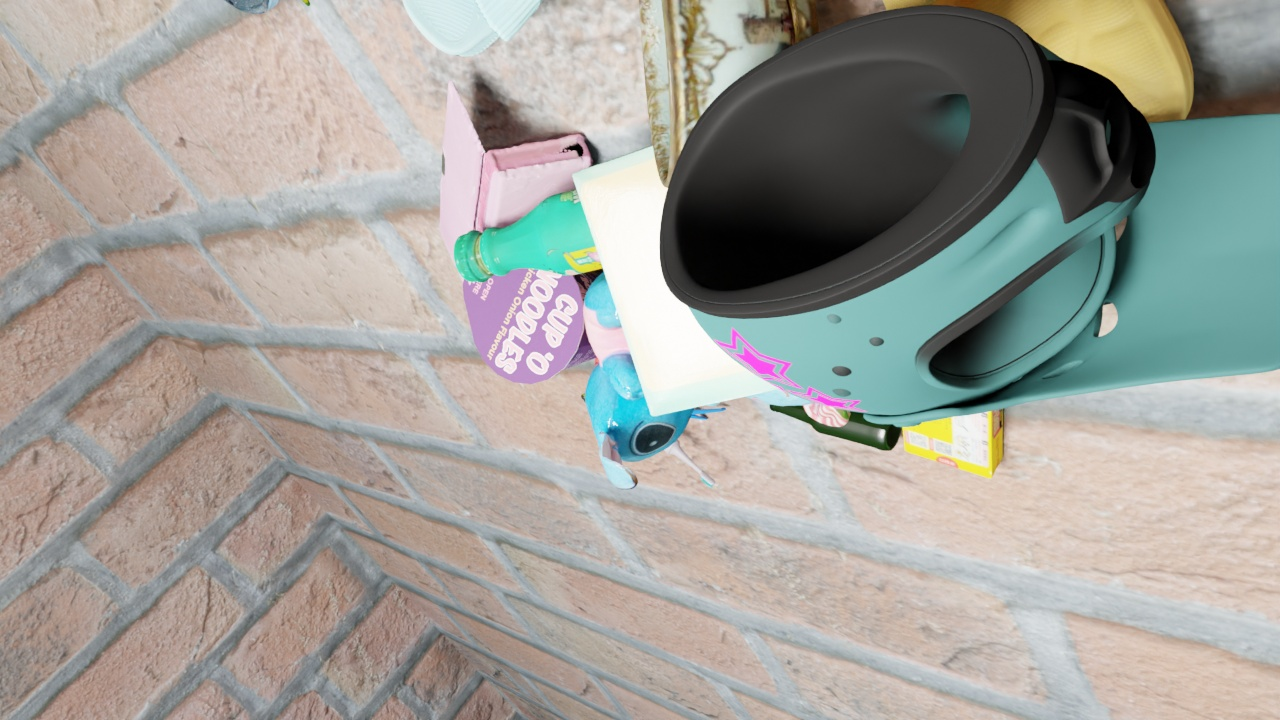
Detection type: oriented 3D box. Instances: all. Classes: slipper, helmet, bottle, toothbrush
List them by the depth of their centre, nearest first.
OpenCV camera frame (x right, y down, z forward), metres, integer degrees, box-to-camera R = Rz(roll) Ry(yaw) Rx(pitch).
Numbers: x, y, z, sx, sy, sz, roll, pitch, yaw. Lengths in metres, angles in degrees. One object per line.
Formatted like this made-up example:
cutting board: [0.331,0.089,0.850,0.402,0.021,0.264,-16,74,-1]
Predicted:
slipper: [0.172,-0.192,0.444,0.263,0.078,0.100,46,150,-15]
helmet: [0.154,-0.059,0.450,0.200,0.176,0.275,19,166,-34]
slipper: [-0.117,-0.288,0.659,0.116,0.069,0.277,52,150,-15]
bottle: [-0.057,-0.105,0.758,0.210,0.067,0.068,-10,128,23]
bottle: [0.171,0.052,0.826,0.123,0.033,0.033,14,142,40]
toothbrush: [0.013,0.076,1.021,0.188,0.018,0.019,41,131,23]

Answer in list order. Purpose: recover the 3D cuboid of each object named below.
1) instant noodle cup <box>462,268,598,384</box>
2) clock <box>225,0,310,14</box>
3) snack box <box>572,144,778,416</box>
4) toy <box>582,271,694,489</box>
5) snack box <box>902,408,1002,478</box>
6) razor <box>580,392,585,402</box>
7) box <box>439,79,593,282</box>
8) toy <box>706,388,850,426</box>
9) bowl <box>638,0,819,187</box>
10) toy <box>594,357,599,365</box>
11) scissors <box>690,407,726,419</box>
instant noodle cup: [-0.081,-0.046,0.874,0.137,0.121,0.122,34,107,22]
clock: [-0.372,-0.386,0.827,0.162,0.059,0.118,34,150,13]
snack box: [0.047,-0.066,0.669,0.142,0.044,0.193,-14,102,23]
toy: [-0.005,0.005,0.791,0.099,0.223,0.192,5,117,17]
snack box: [0.242,0.027,0.717,0.075,0.025,0.152,17,144,35]
razor: [-0.011,0.063,1.069,0.144,0.021,0.044,5,136,43]
box: [-0.127,-0.154,0.867,0.233,0.106,0.115,115,138,-62]
toy: [0.088,-0.010,0.775,0.183,0.114,0.181,49,163,-8]
bowl: [0.053,-0.188,0.548,0.094,0.159,0.160,-7,143,-2]
toy: [-0.003,0.023,0.965,0.092,0.062,0.133,23,157,28]
scissors: [0.021,0.057,0.953,0.125,0.016,0.124,13,161,-42]
